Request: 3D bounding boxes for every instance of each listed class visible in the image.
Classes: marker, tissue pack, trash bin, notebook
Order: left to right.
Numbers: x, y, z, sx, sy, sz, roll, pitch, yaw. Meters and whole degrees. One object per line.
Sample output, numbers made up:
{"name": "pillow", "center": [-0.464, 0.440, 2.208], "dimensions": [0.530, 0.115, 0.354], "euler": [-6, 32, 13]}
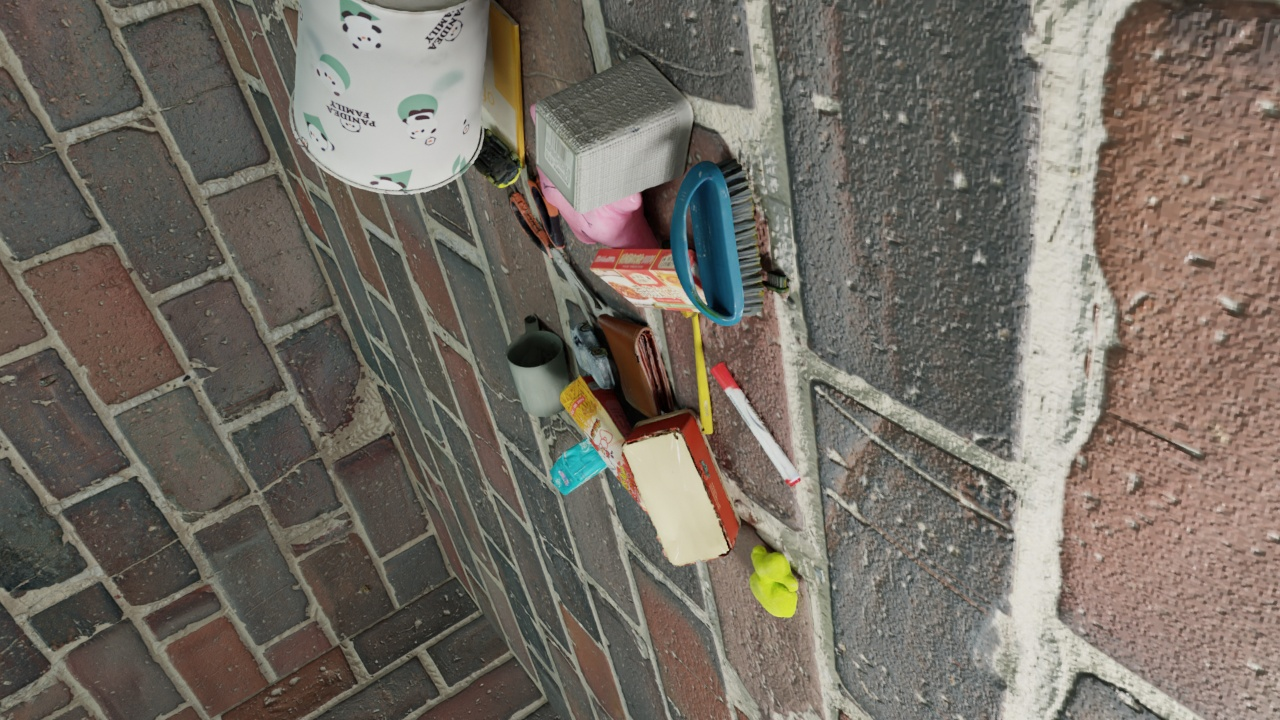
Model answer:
{"name": "trash bin", "center": [-0.272, -0.351, 1.010], "dimensions": [0.229, 0.229, 0.253], "euler": [55, 151, 15]}
{"name": "notebook", "center": [-0.182, -0.350, 1.103], "dimensions": [0.146, 0.010, 0.207], "euler": [49, 154, 26]}
{"name": "tissue pack", "center": [-0.080, 0.147, 1.347], "dimensions": [0.050, 0.093, 0.134], "euler": [54, 156, 7]}
{"name": "marker", "center": [0.118, 0.065, 0.937], "dimensions": [0.145, 0.017, 0.017], "euler": [56, 157, 12]}

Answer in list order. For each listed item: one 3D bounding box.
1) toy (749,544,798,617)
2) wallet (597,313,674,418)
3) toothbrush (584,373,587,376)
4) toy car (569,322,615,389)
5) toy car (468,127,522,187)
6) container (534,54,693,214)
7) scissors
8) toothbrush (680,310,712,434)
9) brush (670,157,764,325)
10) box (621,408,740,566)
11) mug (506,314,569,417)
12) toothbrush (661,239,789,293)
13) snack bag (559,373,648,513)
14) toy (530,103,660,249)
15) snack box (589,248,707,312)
{"name": "toy", "center": [0.154, 0.260, 1.062], "dimensions": [0.097, 0.031, 0.100], "euler": [8, 123, 60]}
{"name": "wallet", "center": [-0.007, 0.006, 1.115], "dimensions": [0.101, 0.032, 0.124], "euler": [25, 137, 59]}
{"name": "toothbrush", "center": [-0.027, 0.095, 1.273], "dimensions": [0.191, 0.018, 0.016], "euler": [55, 172, 16]}
{"name": "toy car", "center": [-0.063, -0.006, 1.187], "dimensions": [0.120, 0.036, 0.054], "euler": [-126, 19, -56]}
{"name": "toy car", "center": [-0.183, -0.250, 1.148], "dimensions": [0.105, 0.048, 0.032], "euler": [45, 180, 33]}
{"name": "container", "center": [-0.028, -0.198, 0.818], "dimensions": [0.090, 0.114, 0.090], "euler": [51, 156, 25]}
{"name": "scissors", "center": [-0.113, -0.150, 1.178], "dimensions": [0.189, 0.015, 0.226], "euler": [31, 142, 51]}
{"name": "toothbrush", "center": [0.061, 0.007, 0.989], "dimensions": [0.016, 0.016, 0.190], "euler": [39, 148, 45]}
{"name": "brush", "center": [0.061, -0.097, 0.784], "dimensions": [0.055, 0.073, 0.144], "euler": [23, 127, 60]}
{"name": "box", "center": [0.044, 0.152, 1.064], "dimensions": [0.091, 0.078, 0.168], "euler": [-18, 103, 23]}
{"name": "mug", "center": [-0.150, 0.008, 1.374], "dimensions": [0.123, 0.083, 0.103], "euler": [-103, 3, -50]}
{"name": "toothbrush", "center": [0.074, -0.092, 0.856], "dimensions": [0.186, 0.012, 0.017], "euler": [30, 136, 52]}
{"name": "snack bag", "center": [-0.025, 0.117, 1.209], "dimensions": [0.207, 0.073, 0.129], "euler": [57, 168, 19]}
{"name": "toy", "center": [-0.046, -0.163, 0.949], "dimensions": [0.194, 0.074, 0.179], "euler": [45, 165, 13]}
{"name": "snack box", "center": [0.021, -0.078, 0.897], "dimensions": [0.075, 0.025, 0.153], "euler": [37, 164, -34]}
